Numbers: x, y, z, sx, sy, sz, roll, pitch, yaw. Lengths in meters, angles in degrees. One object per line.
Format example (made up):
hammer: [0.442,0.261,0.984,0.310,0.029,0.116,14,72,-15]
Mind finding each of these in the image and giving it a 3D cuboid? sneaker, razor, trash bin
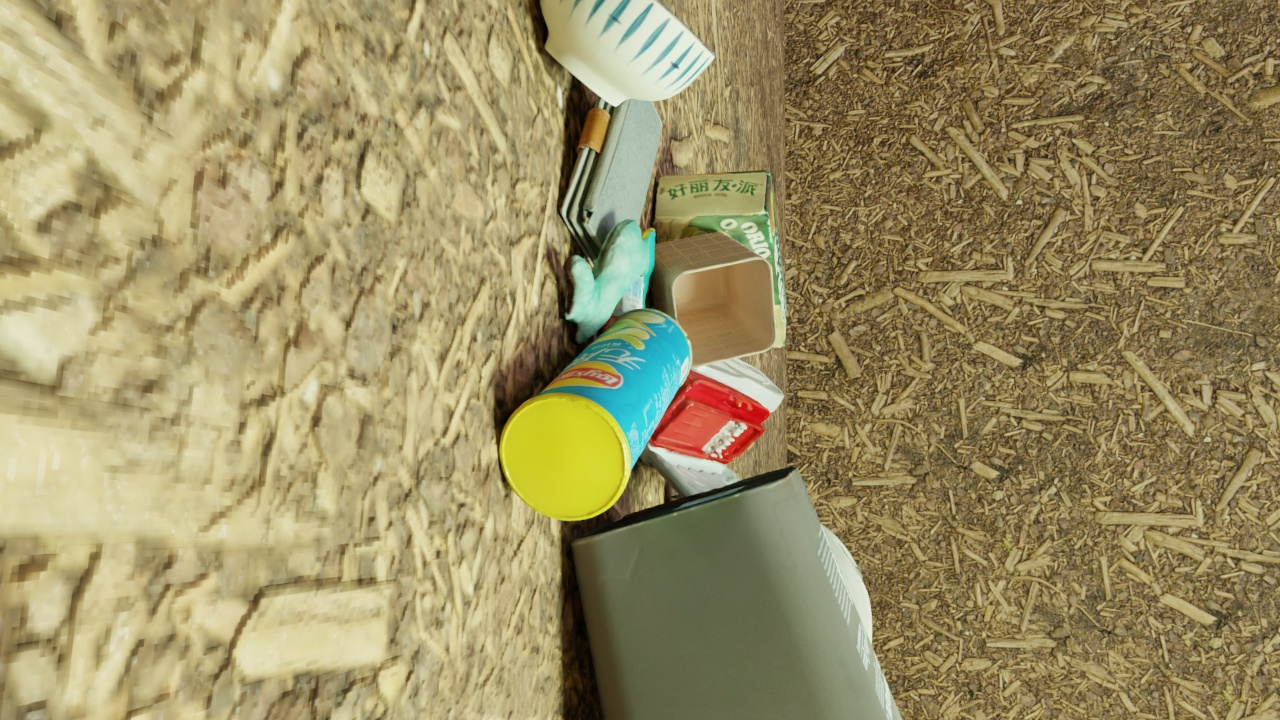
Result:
sneaker: [0.069,0.034,0.976,0.091,0.089,0.242,-49,150,10]
razor: [0.006,-0.049,0.788,0.043,0.028,0.133,-28,124,-46]
trash bin: [0.067,0.200,0.628,0.199,0.199,0.219,12,61,-77]

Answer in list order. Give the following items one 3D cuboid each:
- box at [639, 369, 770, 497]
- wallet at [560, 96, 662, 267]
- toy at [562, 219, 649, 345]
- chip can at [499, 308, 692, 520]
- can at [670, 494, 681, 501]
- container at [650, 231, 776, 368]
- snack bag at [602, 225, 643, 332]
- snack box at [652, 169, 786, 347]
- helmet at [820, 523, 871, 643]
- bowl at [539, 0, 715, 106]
box: [0.081,0.083,0.855,0.094,0.100,0.201,-49,153,10]
wallet: [-0.021,-0.137,0.652,0.106,0.037,0.129,54,48,-67]
toy: [-0.024,-0.055,0.612,0.091,0.030,0.096,-58,158,-18]
chip can: [-0.019,0.023,0.576,0.209,0.071,0.071,-53,140,-70]
can: [0.060,0.183,0.923,0.066,0.066,0.093,9,80,-77]
container: [0.060,-0.061,0.833,0.111,0.090,0.090,-121,-159,-63]
snack bag: [-0.013,-0.059,0.705,0.045,0.026,0.105,10,79,-45]
snack box: [0.090,-0.097,0.973,0.240,0.114,0.063,68,25,-56]
helmet: [0.170,0.287,1.005,0.230,0.156,0.273,116,-36,-70]
bowl: [-0.018,-0.202,0.568,0.066,0.116,0.116,-48,177,16]
